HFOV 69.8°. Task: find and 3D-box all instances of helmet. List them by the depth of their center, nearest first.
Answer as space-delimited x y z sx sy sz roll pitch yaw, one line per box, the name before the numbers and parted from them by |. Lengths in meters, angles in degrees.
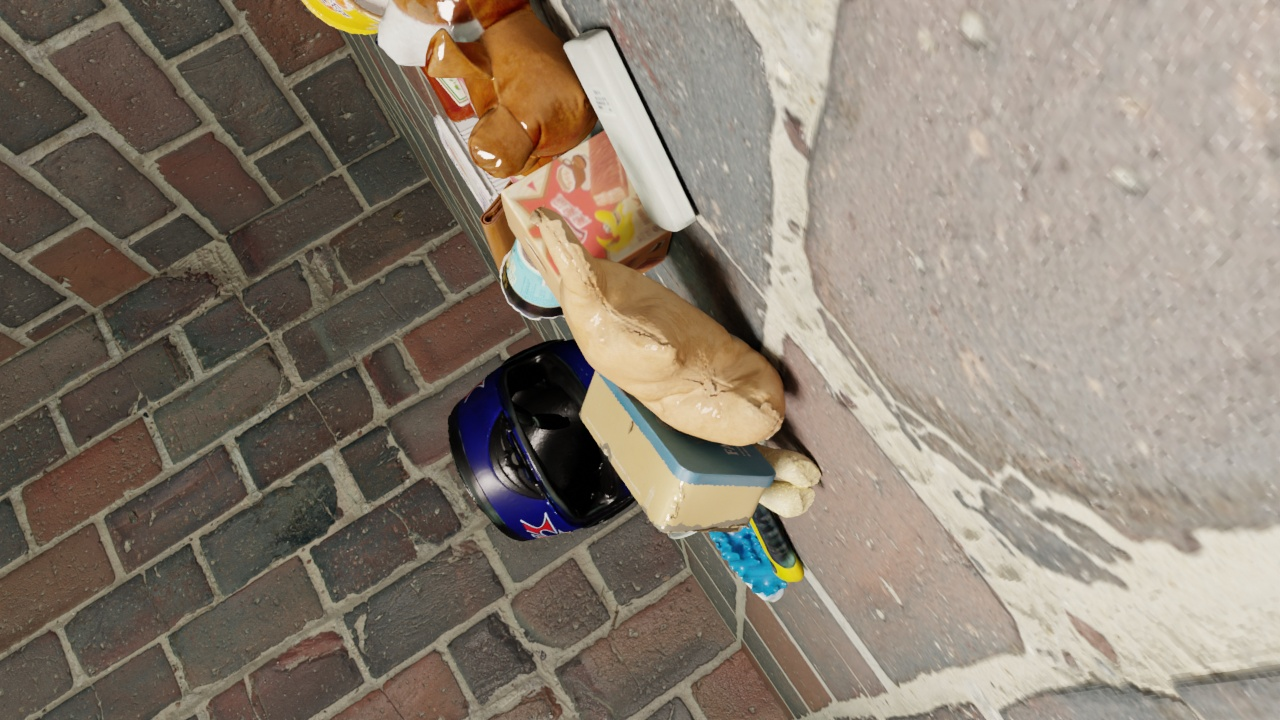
helmet | -0.087 0.088 1.162 0.247 0.240 0.315 61 -178 4

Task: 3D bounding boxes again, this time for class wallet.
wallet | -0.153 -0.162 1.156 0.031 0.107 0.132 17 149 21

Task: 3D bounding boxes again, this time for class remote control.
remote control | -0.005 -0.146 0.589 0.135 0.019 0.056 61 171 -23

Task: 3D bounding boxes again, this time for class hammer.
hammer | 0.092 0.100 0.911 0.323 0.032 0.126 62 171 -29

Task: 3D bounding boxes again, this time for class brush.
brush | 0.088 0.170 1.148 0.314 0.060 0.109 56 176 31

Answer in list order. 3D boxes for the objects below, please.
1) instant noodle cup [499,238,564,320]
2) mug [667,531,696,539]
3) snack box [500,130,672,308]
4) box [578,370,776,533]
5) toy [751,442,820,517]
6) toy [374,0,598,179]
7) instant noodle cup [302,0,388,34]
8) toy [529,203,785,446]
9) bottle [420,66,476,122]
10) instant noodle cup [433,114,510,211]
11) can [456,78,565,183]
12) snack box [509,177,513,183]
instant noodle cup | -0.107 -0.115 1.064 0.111 0.111 0.121 57 164 7
mug | 0.032 0.105 0.913 0.122 0.078 0.078 58 173 25
snack box | -0.040 -0.102 0.701 0.092 0.094 0.077 57 172 7
box | 0.025 0.064 0.697 0.184 0.089 0.060 45 123 50
toy | 0.084 0.077 0.746 0.157 0.066 0.105 26 127 57
toy | -0.114 -0.224 0.628 0.140 0.130 0.199 -97 -15 -78
instant noodle cup | -0.232 -0.353 0.800 0.110 0.138 0.138 35 158 51
toy | 0.000 -0.020 0.615 0.226 0.082 0.143 35 169 -26
bottle | -0.231 -0.362 0.997 0.206 0.059 0.060 63 171 -30
instant noodle cup | -0.212 -0.260 1.267 0.173 0.060 0.138 56 172 1
can | -0.115 -0.219 0.833 0.147 0.058 0.058 62 171 -32
snack box | -0.094 -0.168 0.938 0.153 0.025 0.075 54 164 -13
